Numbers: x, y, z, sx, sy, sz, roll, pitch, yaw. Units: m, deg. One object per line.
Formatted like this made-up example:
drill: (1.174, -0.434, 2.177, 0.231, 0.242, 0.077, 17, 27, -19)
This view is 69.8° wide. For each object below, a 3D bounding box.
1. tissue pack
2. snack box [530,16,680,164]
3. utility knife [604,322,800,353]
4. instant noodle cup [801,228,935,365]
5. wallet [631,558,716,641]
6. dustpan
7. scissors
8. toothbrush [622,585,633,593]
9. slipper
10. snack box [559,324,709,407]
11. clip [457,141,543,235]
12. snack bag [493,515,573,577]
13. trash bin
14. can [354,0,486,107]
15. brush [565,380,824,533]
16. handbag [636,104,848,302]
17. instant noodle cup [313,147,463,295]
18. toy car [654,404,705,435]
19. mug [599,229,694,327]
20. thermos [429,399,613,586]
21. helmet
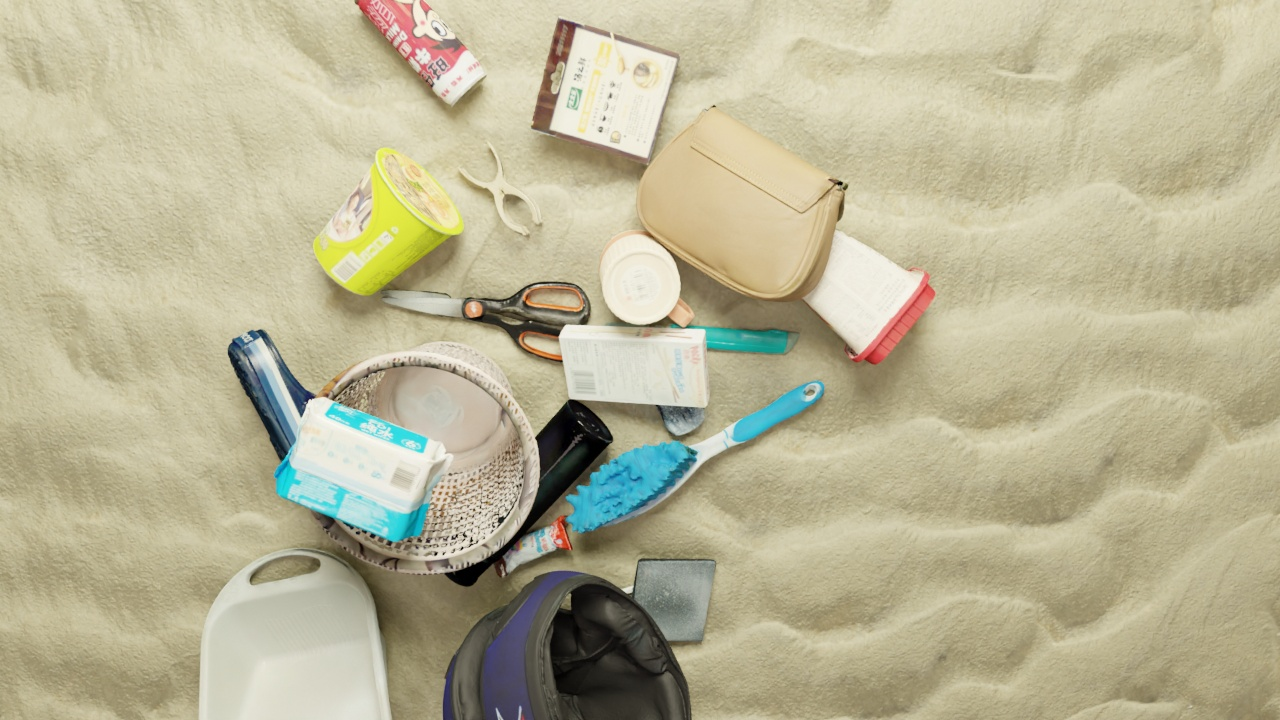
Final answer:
tissue pack: (-0.247, 0.097, 0.819, 0.140, 0.063, 0.090, 23, 103, -10)
snack box: (-0.036, -0.270, 0.925, 0.125, 0.053, 0.113, 15, 106, -6)
utility knife: (0.069, -0.028, 1.023, 0.219, 0.013, 0.029, 5, 108, -6)
instant noodle cup: (0.227, -0.075, 0.971, 0.124, 0.116, 0.117, 38, 101, -1)
wallet: (0.037, 0.289, 1.104, 0.097, 0.019, 0.121, 3, 114, -12)
dustpan: (-0.393, 0.353, 1.026, 0.223, 0.257, 0.143, -13, 130, 1)
scissors: (-0.170, -0.039, 1.004, 0.235, 0.021, 0.139, -12, 107, 1)
toothbrush: (0.003, 0.275, 1.109, 0.180, 0.016, 0.016, -17, 118, 2)
slipper: (-0.354, 0.073, 0.997, 0.095, 0.105, 0.253, -32, 115, -23)
snack box: (-0.006, 0.006, 0.986, 0.157, 0.026, 0.085, 2, 125, 13)
clip: (-0.144, -0.176, 0.960, 0.074, 0.034, 0.100, -36, 100, 9)
snack bag: (-0.127, 0.218, 1.079, 0.105, 0.026, 0.045, -22, 74, 7)
trash bin: (-0.213, 0.075, 0.946, 0.227, 0.192, 0.228, -1, 107, -3)
can: (-0.214, -0.316, 0.902, 0.053, 0.053, 0.133, -40, 104, 9)
brush: (0.062, 0.102, 1.032, 0.315, 0.109, 0.060, -34, 68, 13)
handbag: (0.103, -0.152, 0.923, 0.204, 0.099, 0.148, 37, 109, 19)
instant noodle cup: (-0.264, -0.133, 0.934, 0.124, 0.111, 0.111, -39, 105, 17)
toy car: (0.032, 0.036, 1.032, 0.049, 0.031, 0.105, -32, 105, 6)
mug: (0.010, -0.077, 0.957, 0.114, 0.105, 0.082, 42, 101, -13)
thermos: (-0.144, 0.146, 1.037, 0.090, 0.068, 0.243, 43, 100, -6)
helmet: (-0.101, 0.380, 1.019, 0.241, 0.246, 0.315, -12, 114, 37)
